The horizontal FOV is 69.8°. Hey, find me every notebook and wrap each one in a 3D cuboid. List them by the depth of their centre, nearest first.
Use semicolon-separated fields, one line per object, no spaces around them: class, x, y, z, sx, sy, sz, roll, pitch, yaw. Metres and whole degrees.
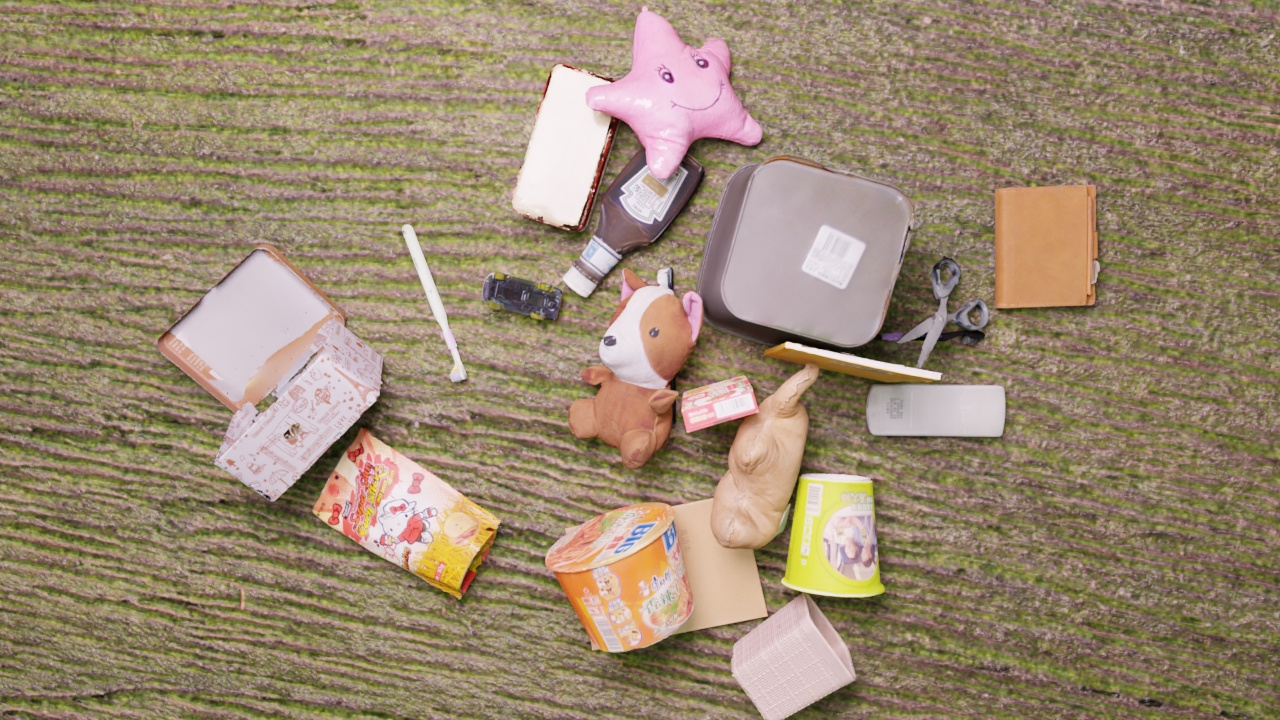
notebook;0.207;0.004;0.937;0.146;0.206;0.010;12;89;3
notebook;0.029;0.247;1.073;0.211;0.012;0.149;-12;93;5

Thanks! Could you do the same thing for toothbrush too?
toothbrush;0.305;-0.024;0.969;0.014;0.188;0.017;56;133;36
toothbrush;0.032;-0.015;1.043;0.018;0.015;0.181;-2;95;10
toothbrush;-0.238;-0.066;1.056;0.020;0.029;0.189;-21;94;-37

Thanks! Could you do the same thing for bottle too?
bottle;-0.013;-0.155;1.019;0.080;0.044;0.195;40;98;3

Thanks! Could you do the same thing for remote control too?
remote control;0.329;0.056;1.026;0.150;0.021;0.058;1;96;4

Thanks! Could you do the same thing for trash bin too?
trash bin;0.166;-0.104;0.924;0.198;0.219;0.199;15;95;2

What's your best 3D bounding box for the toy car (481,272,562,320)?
toy car;-0.134;-0.073;1.039;0.090;0.035;0.042;13;95;3

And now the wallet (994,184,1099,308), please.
wallet;0.440;-0.123;0.996;0.108;0.031;0.132;-2;96;7

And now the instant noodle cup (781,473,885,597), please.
instant noodle cup;0.214;0.188;1.011;0.112;0.111;0.123;3;87;4

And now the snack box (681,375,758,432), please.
snack box;0.083;0.044;0.976;0.075;0.153;0.025;-16;93;5

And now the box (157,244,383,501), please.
box;-0.409;0.013;1.001;0.181;0.158;0.205;-40;111;7

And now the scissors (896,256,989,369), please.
scissors;0.320;-0.045;0.966;0.165;0.014;0.163;19;58;-29

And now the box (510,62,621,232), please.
box;-0.080;-0.230;0.998;0.091;0.077;0.168;18;96;2

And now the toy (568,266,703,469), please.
toy;-0.006;0.006;0.993;0.140;0.130;0.200;26;99;33

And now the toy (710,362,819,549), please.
toy;0.139;0.096;0.981;0.082;0.143;0.226;20;108;13

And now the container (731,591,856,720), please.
container;0.168;0.337;1.034;0.111;0.090;0.090;-36;92;9

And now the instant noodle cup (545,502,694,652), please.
instant noodle cup;-0.015;0.238;1.002;0.151;0.151;0.111;-20;99;6

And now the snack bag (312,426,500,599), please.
snack bag;-0.272;0.181;1.068;0.208;0.073;0.129;29;98;8

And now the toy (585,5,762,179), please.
toy;0.029;-0.285;0.961;0.194;0.075;0.178;-24;90;-27
